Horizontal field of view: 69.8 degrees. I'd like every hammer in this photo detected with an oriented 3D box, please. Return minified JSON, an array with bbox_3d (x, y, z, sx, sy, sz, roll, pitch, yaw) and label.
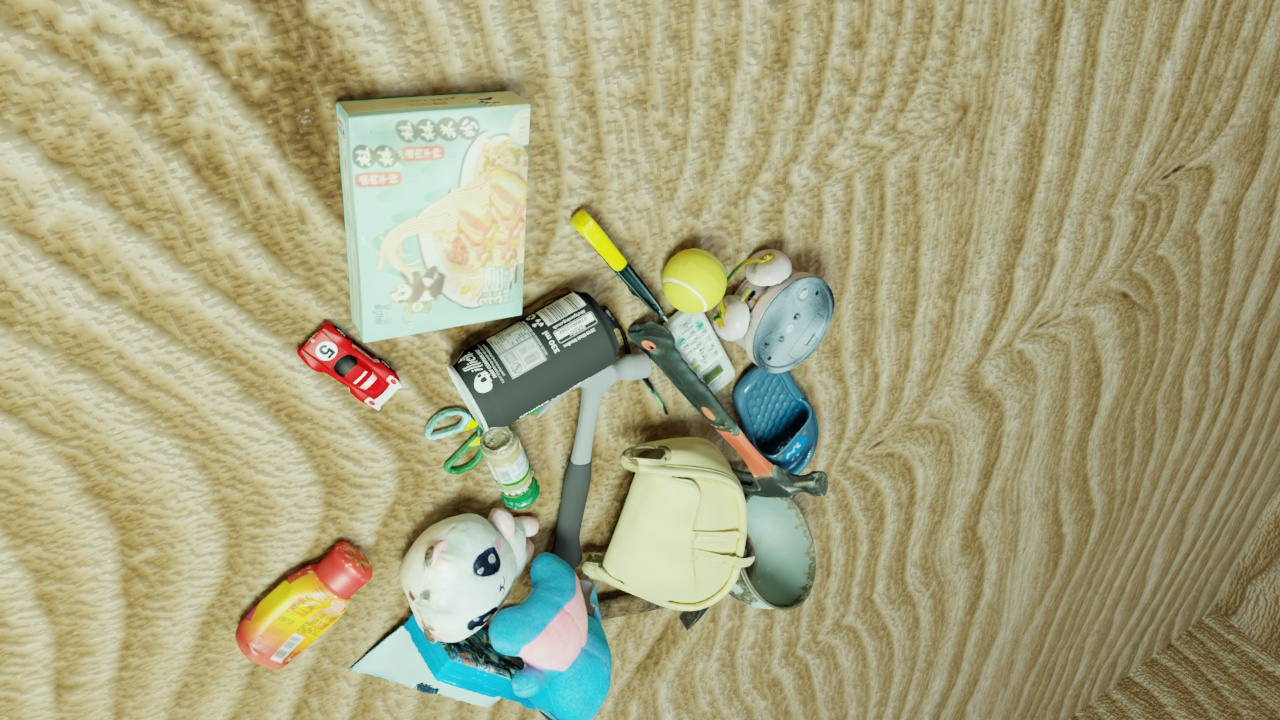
[{"bbox_3d":[-0.037,0.322,1.178,0.329,0.033,0.120,2,127,-36],"label":"hammer"},{"bbox_3d":[0.088,0.064,1.040,0.333,0.133,0.033,50,48,-39],"label":"hammer"},{"bbox_3d":[-0.072,0.126,1.001,0.124,0.029,0.312,-10,130,-28],"label":"hammer"}]

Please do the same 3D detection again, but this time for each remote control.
[{"bbox_3d":[0.064,-0.010,1.011,0.050,0.022,0.133,-40,136,-6],"label":"remote control"}]

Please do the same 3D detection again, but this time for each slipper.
[{"bbox_3d":[0.176,0.079,1.137,0.103,0.059,0.214,-38,135,-10],"label":"slipper"}]

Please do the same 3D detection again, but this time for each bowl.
[{"bbox_3d":[0.145,0.252,1.202,0.159,0.159,0.094,14,153,-42],"label":"bowl"}]

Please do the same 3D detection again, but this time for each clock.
[{"bbox_3d":[0.141,-0.056,1.004,0.157,0.059,0.117,28,98,-46],"label":"clock"}]

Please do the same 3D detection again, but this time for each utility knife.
[{"bbox_3d":[-0.015,-0.086,0.891,0.020,0.029,0.174,-42,136,3],"label":"utility knife"}]

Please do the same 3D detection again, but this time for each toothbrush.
[{"bbox_3d":[-0.006,0.006,0.979,0.017,0.014,0.188,-28,136,2],"label":"toothbrush"}]

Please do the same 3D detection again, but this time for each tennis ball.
[{"bbox_3d":[0.054,-0.080,0.920,0.065,0.065,0.065,-20,131,-24],"label":"tennis ball"}]

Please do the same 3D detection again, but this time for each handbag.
[{"bbox_3d":[0.041,0.193,1.062,0.190,0.088,0.233,2,126,-24],"label":"handbag"}]

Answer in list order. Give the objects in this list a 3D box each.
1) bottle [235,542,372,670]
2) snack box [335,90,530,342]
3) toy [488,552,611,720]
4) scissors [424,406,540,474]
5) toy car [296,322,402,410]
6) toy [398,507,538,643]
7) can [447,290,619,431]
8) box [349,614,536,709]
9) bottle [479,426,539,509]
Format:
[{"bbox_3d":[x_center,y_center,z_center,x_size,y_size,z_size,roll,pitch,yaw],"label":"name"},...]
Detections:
[{"bbox_3d":[-0.323,0.236,0.891,0.134,0.048,0.071,-42,137,-3],"label":"bottle"},{"bbox_3d":[-0.165,-0.116,0.746,0.141,0.044,0.194,-12,129,-27],"label":"snack box"},{"bbox_3d":[-0.087,0.302,1.000,0.099,0.223,0.191,-5,124,22],"label":"toy"},{"bbox_3d":[-0.157,0.058,0.907,0.131,0.012,0.112,-46,139,1],"label":"scissors"},{"bbox_3d":[-0.249,0.006,0.789,0.038,0.025,0.089,-45,137,0],"label":"toy car"},{"bbox_3d":[-0.172,0.216,0.963,0.179,0.101,0.139,-18,120,-51],"label":"toy"},{"bbox_3d":[-0.099,0.000,0.856,0.145,0.080,0.080,-30,135,-14],"label":"can"},{"bbox_3d":[-0.193,0.373,1.053,0.113,0.114,0.243,-50,136,-1],"label":"box"},{"bbox_3d":[-0.133,0.108,0.930,0.042,0.042,0.110,-30,143,-15],"label":"bottle"}]
